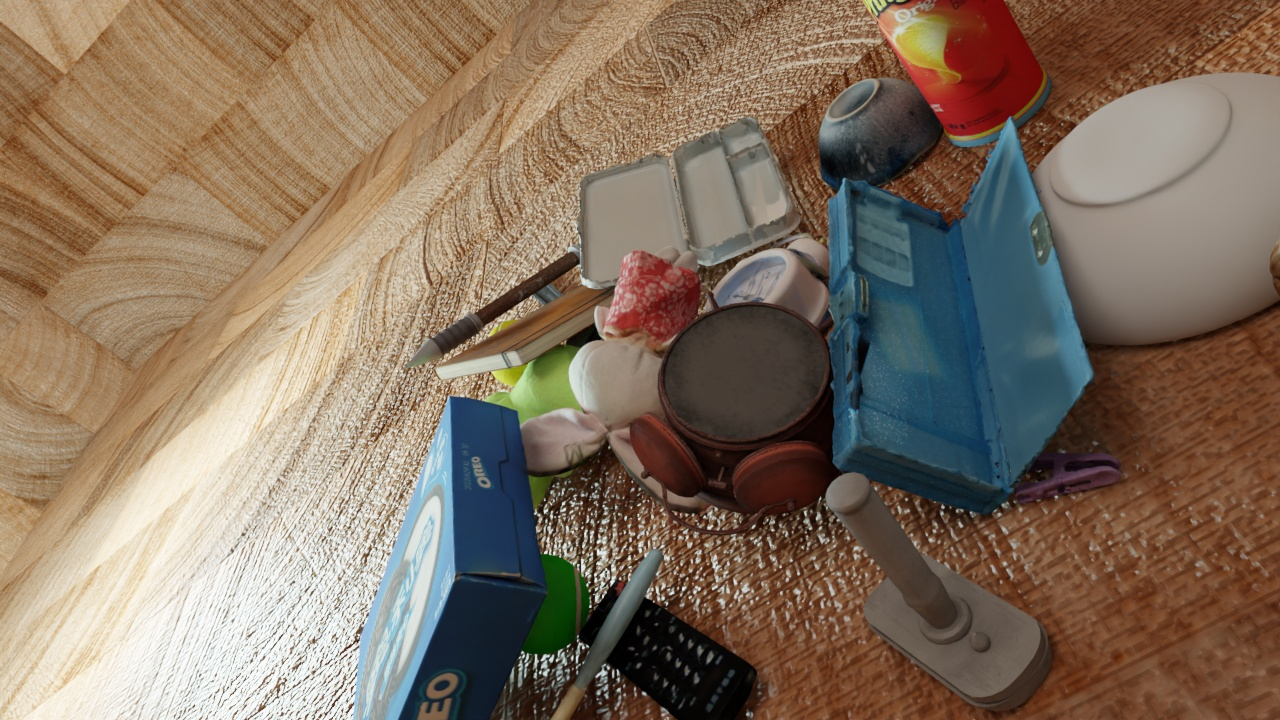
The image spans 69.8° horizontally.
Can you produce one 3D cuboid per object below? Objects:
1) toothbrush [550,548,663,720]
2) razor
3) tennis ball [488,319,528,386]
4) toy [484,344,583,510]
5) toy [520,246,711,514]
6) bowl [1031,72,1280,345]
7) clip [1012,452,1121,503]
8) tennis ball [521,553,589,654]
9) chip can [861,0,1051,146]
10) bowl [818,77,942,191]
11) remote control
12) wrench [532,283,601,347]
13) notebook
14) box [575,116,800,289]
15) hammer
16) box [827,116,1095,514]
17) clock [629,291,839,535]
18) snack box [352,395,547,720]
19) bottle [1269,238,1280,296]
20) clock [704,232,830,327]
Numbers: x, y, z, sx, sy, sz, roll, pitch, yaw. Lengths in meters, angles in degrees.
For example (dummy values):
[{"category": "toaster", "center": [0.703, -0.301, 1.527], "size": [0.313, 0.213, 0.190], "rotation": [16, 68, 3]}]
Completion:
[{"category": "toothbrush", "center": [-0.026, 0.180, 0.546], "size": [0.154, 0.016, 0.022], "rotation": [-59, -4, -19]}, {"category": "razor", "center": [0.117, 0.092, 0.404], "size": [0.047, 0.116, 0.088], "rotation": [-45, 28, -9]}, {"category": "tennis ball", "center": [-0.121, -0.008, 0.908], "size": [0.065, 0.065, 0.065], "rotation": [-33, 31, 23]}, {"category": "toy", "center": [-0.094, 0.061, 0.751], "size": [0.197, 0.107, 0.150], "rotation": [-32, 29, 6]}, {"category": "toy", "center": [-0.004, 0.004, 0.654], "size": [0.159, 0.084, 0.194], "rotation": [8, 70, 21]}, {"category": "bowl", "center": [0.274, -0.095, 0.488], "size": [0.177, 0.066, 0.176], "rotation": [-33, 31, 23]}, {"category": "clip", "center": [0.205, 0.052, 0.449], "size": [0.052, 0.014, 0.043], "rotation": [-35, 27, 26]}, {"category": "tennis ball", "center": [-0.066, 0.162, 0.613], "size": [0.065, 0.065, 0.065], "rotation": [-33, 31, 23]}, {"category": "chip can", "center": [0.201, -0.255, 0.639], "size": [0.087, 0.213, 0.086], "rotation": [-33, 31, 22]}, {"category": "bowl", "center": [0.186, -0.192, 0.746], "size": [0.111, 0.055, 0.110], "rotation": [-33, 30, 22]}, {"category": "remote control", "center": [0.014, 0.174, 0.540], "size": [0.047, 0.022, 0.150], "rotation": [-54, 27, -13]}, {"category": "wrench", "center": [-0.079, -0.051, 0.960], "size": [0.073, 0.018, 0.273], "rotation": [-45, 27, -3]}, {"category": "notebook", "center": [-0.044, -0.053, 0.811], "size": [0.248, 0.014, 0.179], "rotation": [-33, 14, -33]}, {"category": "box", "center": [0.035, -0.139, 0.808], "size": [0.191, 0.045, 0.209], "rotation": [-18, 36, 7]}, {"category": "hammer", "center": [-0.090, -0.082, 0.882], "size": [0.321, 0.043, 0.156], "rotation": [-36, 23, -23]}, {"category": "box", "center": [0.166, -0.045, 0.502], "size": [0.230, 0.094, 0.112], "rotation": [-78, 9, -45]}, {"category": "clock", "center": [0.062, 0.036, 0.548], "size": [0.121, 0.072, 0.157], "rotation": [9, 57, 22]}, {"category": "snack box", "center": [-0.134, 0.170, 0.605], "size": [0.195, 0.056, 0.239], "rotation": [-113, 43, -60]}, {"category": "bottle", "center": [0.347, -0.074, 0.374], "size": [0.166, 0.059, 0.059], "rotation": [-36, 29, 1]}, {"category": "clock", "center": [0.098, -0.049, 0.685], "size": [0.089, 0.052, 0.125], "rotation": [-18, 36, 43]}]
